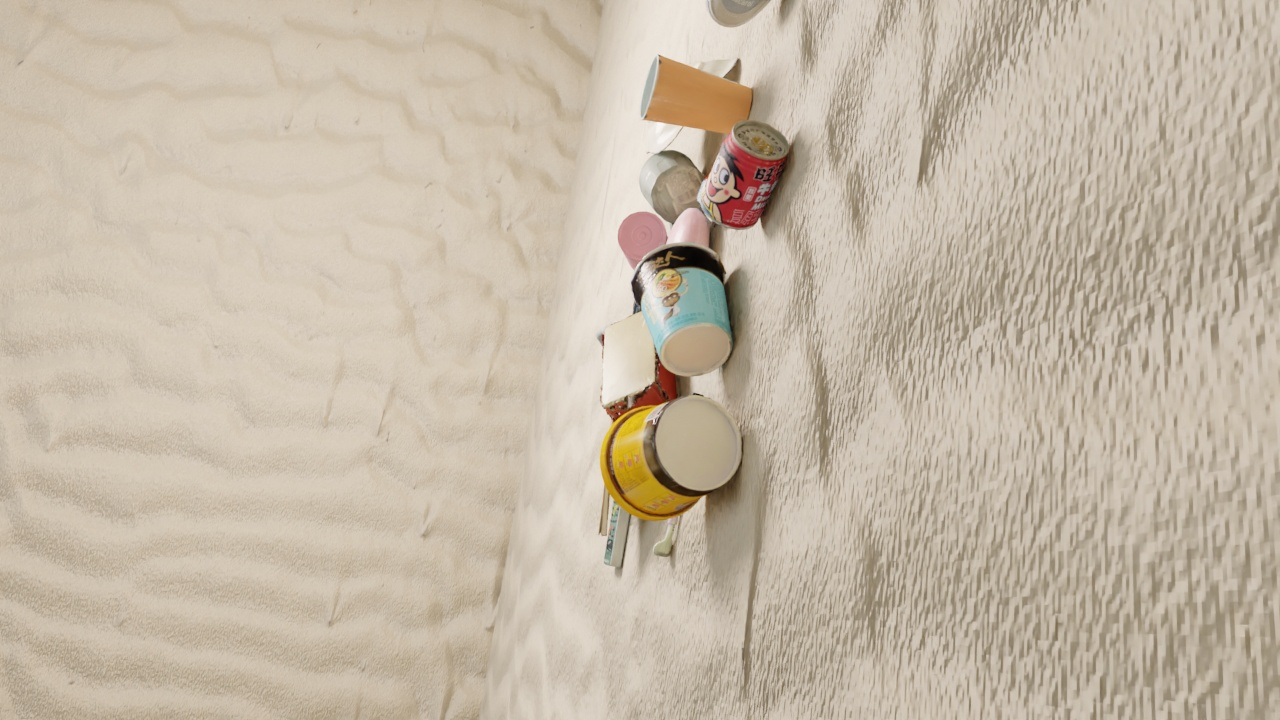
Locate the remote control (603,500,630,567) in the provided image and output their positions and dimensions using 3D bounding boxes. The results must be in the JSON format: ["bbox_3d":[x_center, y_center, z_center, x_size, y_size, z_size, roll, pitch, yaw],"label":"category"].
[{"bbox_3d":[-0.031,0.227,1.318,0.056,0.019,0.135,149,132,-76],"label":"remote control"}]

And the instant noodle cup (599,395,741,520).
[{"bbox_3d":[0.033,0.092,0.904,0.115,0.118,0.118,142,139,-63],"label":"instant noodle cup"}]

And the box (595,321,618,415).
[{"bbox_3d":[-0.025,0.018,1.398,0.201,0.065,0.160,167,93,-79],"label":"box"}]

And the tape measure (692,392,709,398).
[{"bbox_3d":[0.061,0.066,1.007,0.054,0.025,0.058,-169,94,-81],"label":"tape measure"}]

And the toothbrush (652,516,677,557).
[{"bbox_3d":[0.044,0.130,1.043,0.020,0.029,0.189,13,90,37],"label":"toothbrush"}]

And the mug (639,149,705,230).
[{"bbox_3d":[0.050,-0.217,1.250,0.103,0.083,0.124,-109,5,-67],"label":"mug"}]

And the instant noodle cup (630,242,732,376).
[{"bbox_3d":[0.051,-0.050,0.998,0.120,0.111,0.111,-102,24,-45],"label":"instant noodle cup"}]

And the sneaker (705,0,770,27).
[{"bbox_3d":[0.146,-0.464,0.981,0.090,0.089,0.243,-99,29,-50],"label":"sneaker"}]

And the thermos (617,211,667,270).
[{"bbox_3d":[0.005,-0.147,1.286,0.198,0.067,0.087,55,-125,-85],"label":"thermos"}]

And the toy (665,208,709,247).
[{"bbox_3d":[0.055,-0.117,1.140,0.159,0.054,0.122,-82,6,-51],"label":"toy"}]

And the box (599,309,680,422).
[{"bbox_3d":[-0.007,0.007,1.177,0.091,0.077,0.168,-26,36,19],"label":"box"}]

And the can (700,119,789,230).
[{"bbox_3d":[0.106,-0.188,0.930,0.094,0.066,0.066,114,164,-46],"label":"can"}]

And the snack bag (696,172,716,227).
[{"bbox_3d":[0.088,-0.200,1.135,0.104,0.026,0.048,-105,22,-65],"label":"snack bag"}]

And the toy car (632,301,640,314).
[{"bbox_3d":[0.002,-0.079,1.429,0.121,0.037,0.054,107,172,-82],"label":"toy car"}]

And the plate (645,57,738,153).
[{"bbox_3d":[0.057,-0.355,1.257,0.164,0.034,0.163,-50,15,4],"label":"plate"}]

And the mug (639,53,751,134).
[{"bbox_3d":[0.068,-0.315,1.106,0.078,0.122,0.078,-170,91,-79],"label":"mug"}]

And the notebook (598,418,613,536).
[{"bbox_3d":[-0.039,0.109,1.239,0.211,0.012,0.150,-86,2,-55],"label":"notebook"}]
